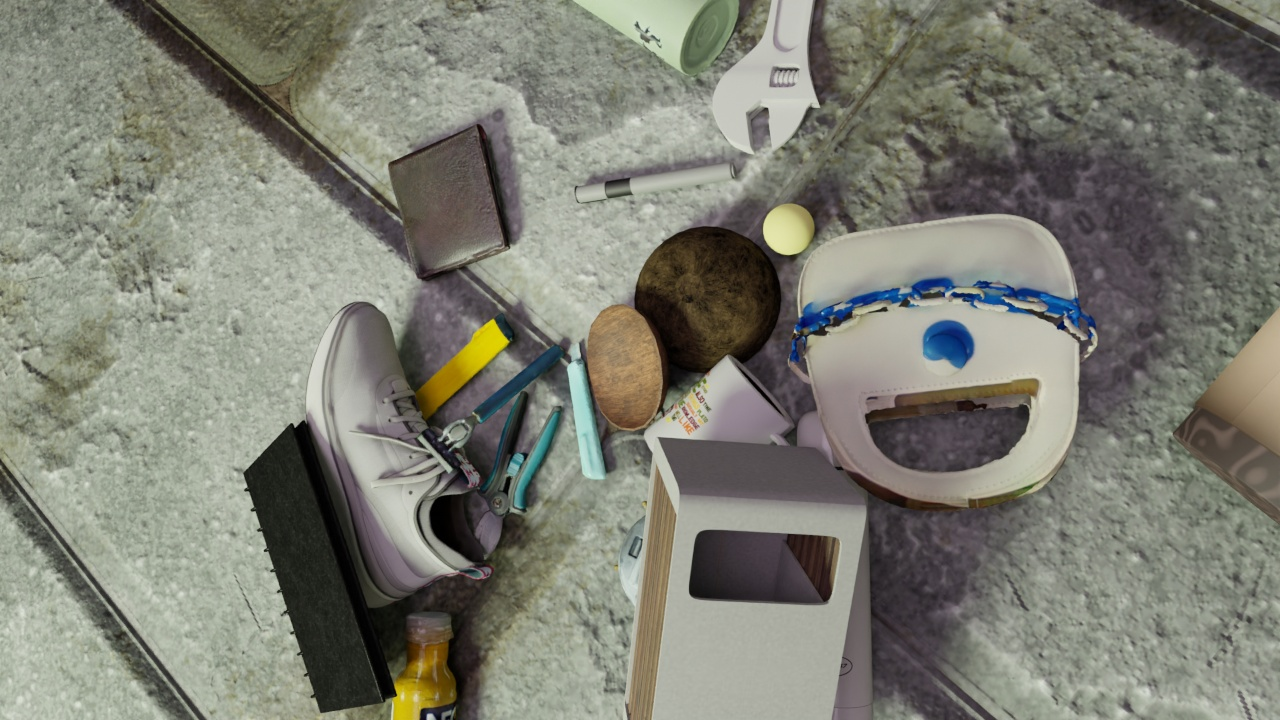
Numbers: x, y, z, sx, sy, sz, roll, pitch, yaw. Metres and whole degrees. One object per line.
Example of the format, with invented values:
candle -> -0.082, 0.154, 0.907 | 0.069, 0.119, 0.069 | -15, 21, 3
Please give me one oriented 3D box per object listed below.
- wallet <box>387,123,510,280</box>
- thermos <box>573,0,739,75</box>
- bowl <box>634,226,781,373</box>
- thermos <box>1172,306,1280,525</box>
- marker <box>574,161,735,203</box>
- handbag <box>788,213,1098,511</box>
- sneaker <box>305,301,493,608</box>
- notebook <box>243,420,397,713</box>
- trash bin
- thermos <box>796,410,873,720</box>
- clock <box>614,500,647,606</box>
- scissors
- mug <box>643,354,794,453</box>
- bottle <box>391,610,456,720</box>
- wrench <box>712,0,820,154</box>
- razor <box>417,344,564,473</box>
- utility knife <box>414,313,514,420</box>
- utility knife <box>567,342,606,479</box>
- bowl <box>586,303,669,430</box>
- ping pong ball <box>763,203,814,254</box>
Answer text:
wallet -> -0.174, -0.143, 0.840 | 0.099, 0.031, 0.120 | -18, 81, 19
thermos -> -0.030, -0.334, 0.782 | 0.231, 0.082, 0.082 | 39, 97, 19
bowl -> 0.047, -0.053, 0.735 | 0.121, 0.056, 0.121 | -2, 83, 19
thermos -> 0.451, 0.004, 0.535 | 0.172, 0.172, 0.226 | 44, 105, 18
marker -> 0.011, -0.151, 0.781 | 0.141, 0.016, 0.016 | -5, 82, 18
handbag -> 0.204, 0.002, 0.629 | 0.201, 0.093, 0.199 | -9, 70, 9
sneaker -> -0.200, 0.075, 0.779 | 0.129, 0.096, 0.263 | -10, 89, 17
notebook -> -0.282, 0.184, 0.788 | 0.170, 0.019, 0.231 | -31, 77, 49
trash bin -> 0.061, 0.179, 0.622 | 0.114, 0.114, 0.229 | 5, 103, -8
thermos -> 0.143, 0.149, 0.680 | 0.052, 0.052, 0.224 | -2, 83, 19
clock -> 0.043, 0.164, 0.713 | 0.129, 0.052, 0.090 | 25, 92, 21
scissors -> -0.107, 0.098, 0.791 | 0.148, 0.019, 0.132 | -24, 76, 14
mug -> 0.068, 0.062, 0.699 | 0.090, 0.073, 0.105 | -43, 56, 10
bottle -> -0.184, 0.309, 0.776 | 0.053, 0.053, 0.186 | 0, 83, 19
wrench -> 0.117, -0.305, 0.762 | 0.087, 0.018, 0.273 | 7, 84, 21
razor -> -0.117, 0.032, 0.764 | 0.143, 0.022, 0.042 | -42, 89, -24
utility knife -> -0.190, 0.031, 0.829 | 0.207, 0.018, 0.030 | -40, 69, 12
utility knife -> -0.049, 0.043, 0.779 | 0.022, 0.015, 0.119 | -17, 77, 32
bowl -> -0.004, 0.004, 0.742 | 0.114, 0.026, 0.102 | -12, 88, 58
ping pong ball -> 0.117, -0.104, 0.725 | 0.040, 0.040, 0.040 | -2, 83, 19
